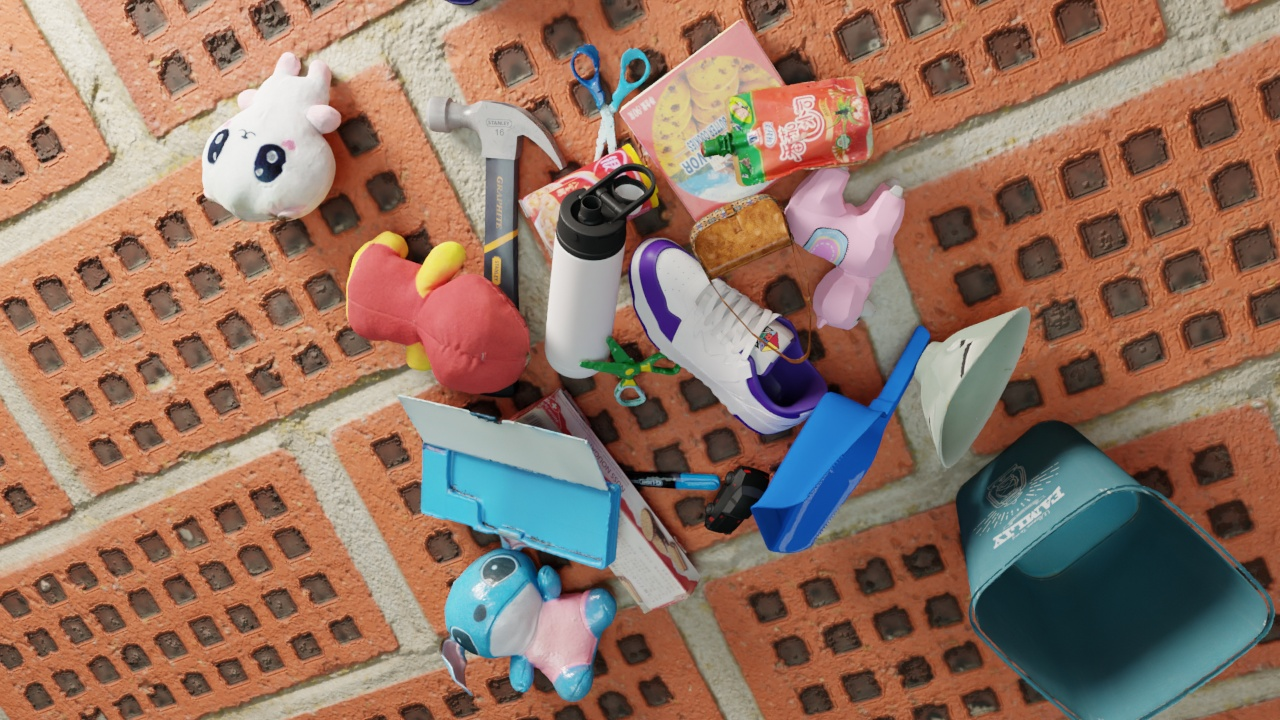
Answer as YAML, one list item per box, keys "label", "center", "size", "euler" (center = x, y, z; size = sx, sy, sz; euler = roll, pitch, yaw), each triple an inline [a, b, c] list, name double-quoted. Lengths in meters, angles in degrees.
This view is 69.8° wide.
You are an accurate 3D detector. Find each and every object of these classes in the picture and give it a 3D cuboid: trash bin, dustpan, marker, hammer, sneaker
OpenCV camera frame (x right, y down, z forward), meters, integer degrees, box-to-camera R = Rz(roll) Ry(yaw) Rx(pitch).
- label: "trash bin"
  center: [0.415, 0.182, 0.871]
  size: [0.199, 0.218, 0.197]
  euler: [42, 108, -6]
- label: "dustpan"
  center: [0.205, 0.070, 0.907]
  size: [0.059, 0.246, 0.257]
  euler: [27, 77, 20]
- label: "marker"
  center: [0.027, 0.134, 1.022]
  size: [0.123, 0.015, 0.018]
  euler: [1, 111, 10]
- label: "hammer"
  center: [-0.153, -0.110, 0.962]
  size: [0.139, 0.035, 0.313]
  euler: [6, 109, 5]
- label: "sneaker"
  center: [0.090, -0.026, 0.897]
  size: [0.244, 0.111, 0.091]
  euler: [47, 67, -11]

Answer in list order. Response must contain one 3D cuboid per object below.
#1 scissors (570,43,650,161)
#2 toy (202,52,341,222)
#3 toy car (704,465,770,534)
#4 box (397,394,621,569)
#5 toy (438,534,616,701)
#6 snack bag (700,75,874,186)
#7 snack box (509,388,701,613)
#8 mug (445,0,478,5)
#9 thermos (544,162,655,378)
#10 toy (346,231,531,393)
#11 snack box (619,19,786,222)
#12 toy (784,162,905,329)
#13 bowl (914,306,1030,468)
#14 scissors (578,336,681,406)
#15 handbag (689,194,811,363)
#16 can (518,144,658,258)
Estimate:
- label: "scissors"
  center: [-0.042, -0.248, 0.914]
  size: [0.083, 0.016, 0.135]
  euler: [14, 114, 0]
- label: "toy"
  center: [-0.365, -0.223, 0.931]
  size: [0.139, 0.101, 0.179]
  euler: [18, 90, 16]
- label: "toy car"
  center: [0.105, 0.156, 0.998]
  size: [0.042, 0.036, 0.092]
  euler: [20, 112, -26]
- label: "box"
  center: [-0.137, 0.117, 0.983]
  size: [0.244, 0.060, 0.176]
  euler: [11, 124, 25]
- label: "toy"
  center: [-0.125, 0.285, 1.055]
  size: [0.191, 0.099, 0.224]
  euler: [22, 82, -1]
- label: "snack bag"
  center: [0.131, -0.208, 0.840]
  size: [0.155, 0.044, 0.087]
  euler: [-8, 88, 11]
- label: "snack box"
  center: [-0.040, 0.158, 1.019]
  size: [0.077, 0.044, 0.273]
  euler: [-30, 101, 36]
- label: "mug"
  center: [-0.157, -0.379, 0.857]
  size: [0.089, 0.085, 0.112]
  euler: [14, 144, 1]
- label: "thermos"
  center: [-0.042, -0.080, 0.889]
  size: [0.068, 0.101, 0.230]
  euler: [42, 149, 20]
- label: "toy"
  center: [-0.206, -0.040, 0.931]
  size: [0.216, 0.098, 0.148]
  euler: [26, 127, 22]
- label: "snack box"
  center: [0.078, -0.223, 0.882]
  size: [0.143, 0.040, 0.145]
  euler: [-33, 104, 16]
- label: "toy"
  center: [0.192, -0.111, 0.892]
  size: [0.123, 0.067, 0.158]
  euler: [24, 114, 2]
- label: "bowl"
  center: [0.304, 0.013, 0.884]
  size: [0.068, 0.173, 0.174]
  euler: [30, 113, 31]
- label: "scissors"
  center: [-0.019, 0.015, 0.955]
  size: [0.131, 0.012, 0.108]
  euler: [6, 132, -36]
- label: "handbag"
  center: [0.106, -0.074, 0.823]
  size: [0.093, 0.195, 0.043]
  euler: [-23, 140, 8]
- label: "can"
  center: [-0.049, -0.155, 0.897]
  size: [0.124, 0.066, 0.067]
  euler: [-27, 102, -1]
